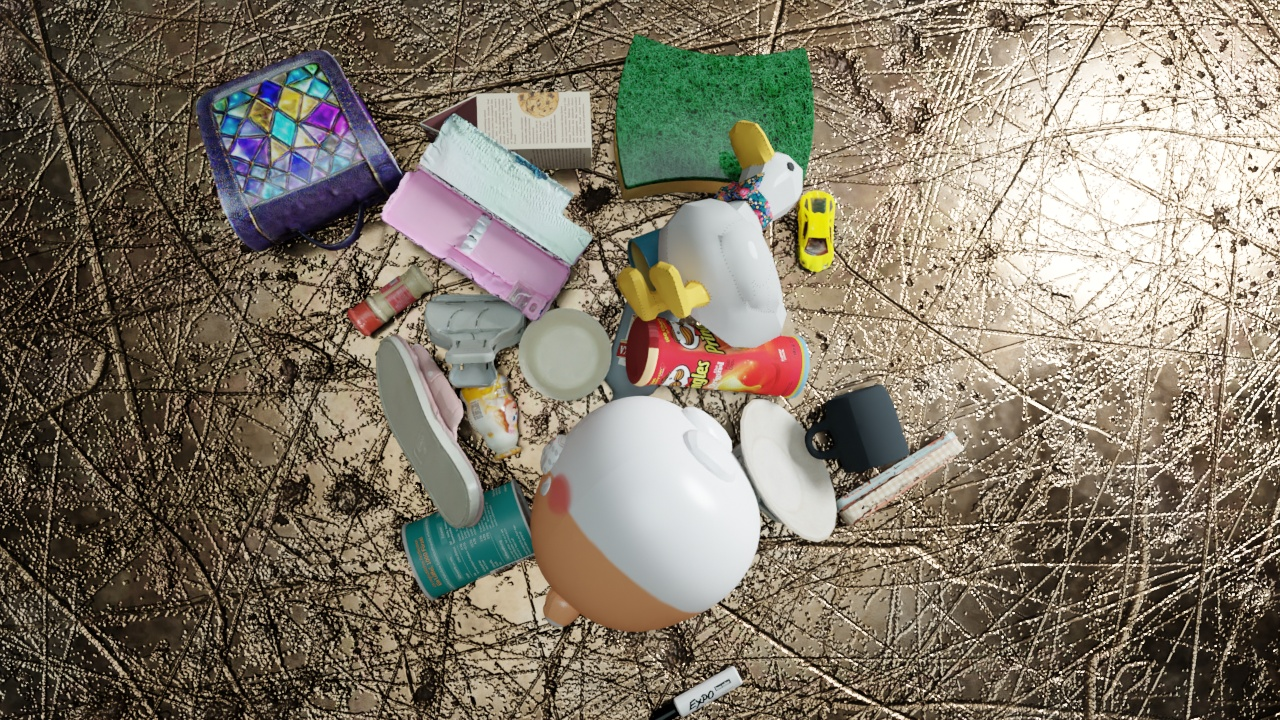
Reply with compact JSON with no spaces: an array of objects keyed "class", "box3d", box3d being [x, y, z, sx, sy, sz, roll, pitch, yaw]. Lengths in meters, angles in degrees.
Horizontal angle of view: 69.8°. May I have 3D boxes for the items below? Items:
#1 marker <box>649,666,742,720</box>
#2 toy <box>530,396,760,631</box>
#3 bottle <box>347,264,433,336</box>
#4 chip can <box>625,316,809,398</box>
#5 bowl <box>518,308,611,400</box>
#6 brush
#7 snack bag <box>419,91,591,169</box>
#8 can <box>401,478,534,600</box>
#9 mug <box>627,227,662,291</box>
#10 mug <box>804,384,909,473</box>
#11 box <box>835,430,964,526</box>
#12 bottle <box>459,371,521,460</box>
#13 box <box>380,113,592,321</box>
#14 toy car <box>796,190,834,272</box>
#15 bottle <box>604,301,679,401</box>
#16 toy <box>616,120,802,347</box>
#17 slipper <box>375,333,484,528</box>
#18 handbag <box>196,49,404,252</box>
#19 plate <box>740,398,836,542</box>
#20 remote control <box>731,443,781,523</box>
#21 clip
[{"class":"marker","box3d":[0.069,0.429,1.165,0.126,0.025,0.025,-28,88,-4]},{"class":"toy","box3d":[-0.007,0.180,1.061,0.265,0.262,0.281,42,105,-12]},{"class":"bottle","box3d":[-0.317,-0.077,1.166,0.109,0.044,0.044,-37,89,-5]},{"class":"chip can","box3d":[0.095,-0.002,1.135,0.213,0.087,0.087,6,86,-19]},{"class":"bowl","box3d":[-0.095,-0.006,1.163,0.115,0.062,0.115,0,86,-3]},{"class":"brush","box3d":[0.092,-0.303,1.184,0.250,0.075,0.195,4,86,-3]},{"class":"snack bag","box3d":[-0.166,-0.287,1.159,0.206,0.094,0.070,-2,87,-3]},{"class":"can","box3d":[-0.204,0.219,1.125,0.144,0.099,0.099,-22,88,-4]},{"class":"mug","box3d":[0.053,-0.120,1.166,0.104,0.084,0.112,-23,82,-12]},{"class":"mug","box3d":[0.268,0.091,1.167,0.121,0.085,0.094,-18,87,2]},{"class":"box","box3d":[0.338,0.156,1.185,0.186,0.053,0.058,-32,129,-4]},{"class":"bottle","box3d":[-0.184,0.070,1.153,0.063,0.063,0.108,-20,88,-4]},{"class":"box","box3d":[-0.176,-0.173,1.106,0.230,0.035,0.159,34,95,-2]},{"class":"toy car","box3d":[0.231,-0.169,1.207,0.049,0.030,0.107,1,88,-4]},{"class":"bottle","box3d":[-0.007,0.007,1.175,0.072,0.046,0.161,18,86,-2]},{"class":"toy","box3d":[0.107,-0.132,1.077,0.266,0.141,0.247,-35,107,-26]},{"class":"slipper","box3d":[-0.250,0.081,1.112,0.054,0.114,0.274,-9,57,-40]},{"class":"handbag","box3d":[-0.408,-0.241,1.129,0.205,0.125,0.222,-24,86,-5]},{"class":"plate","box3d":[0.175,0.137,1.130,0.027,0.188,0.188,-33,88,31]},{"class":"remote control","box3d":[0.160,0.155,1.184,0.060,0.028,0.114,-40,90,-4]},{"class":"clip","box3d":[-0.205,-0.038,1.135,0.125,0.082,0.147,-2,43,-1]}]
